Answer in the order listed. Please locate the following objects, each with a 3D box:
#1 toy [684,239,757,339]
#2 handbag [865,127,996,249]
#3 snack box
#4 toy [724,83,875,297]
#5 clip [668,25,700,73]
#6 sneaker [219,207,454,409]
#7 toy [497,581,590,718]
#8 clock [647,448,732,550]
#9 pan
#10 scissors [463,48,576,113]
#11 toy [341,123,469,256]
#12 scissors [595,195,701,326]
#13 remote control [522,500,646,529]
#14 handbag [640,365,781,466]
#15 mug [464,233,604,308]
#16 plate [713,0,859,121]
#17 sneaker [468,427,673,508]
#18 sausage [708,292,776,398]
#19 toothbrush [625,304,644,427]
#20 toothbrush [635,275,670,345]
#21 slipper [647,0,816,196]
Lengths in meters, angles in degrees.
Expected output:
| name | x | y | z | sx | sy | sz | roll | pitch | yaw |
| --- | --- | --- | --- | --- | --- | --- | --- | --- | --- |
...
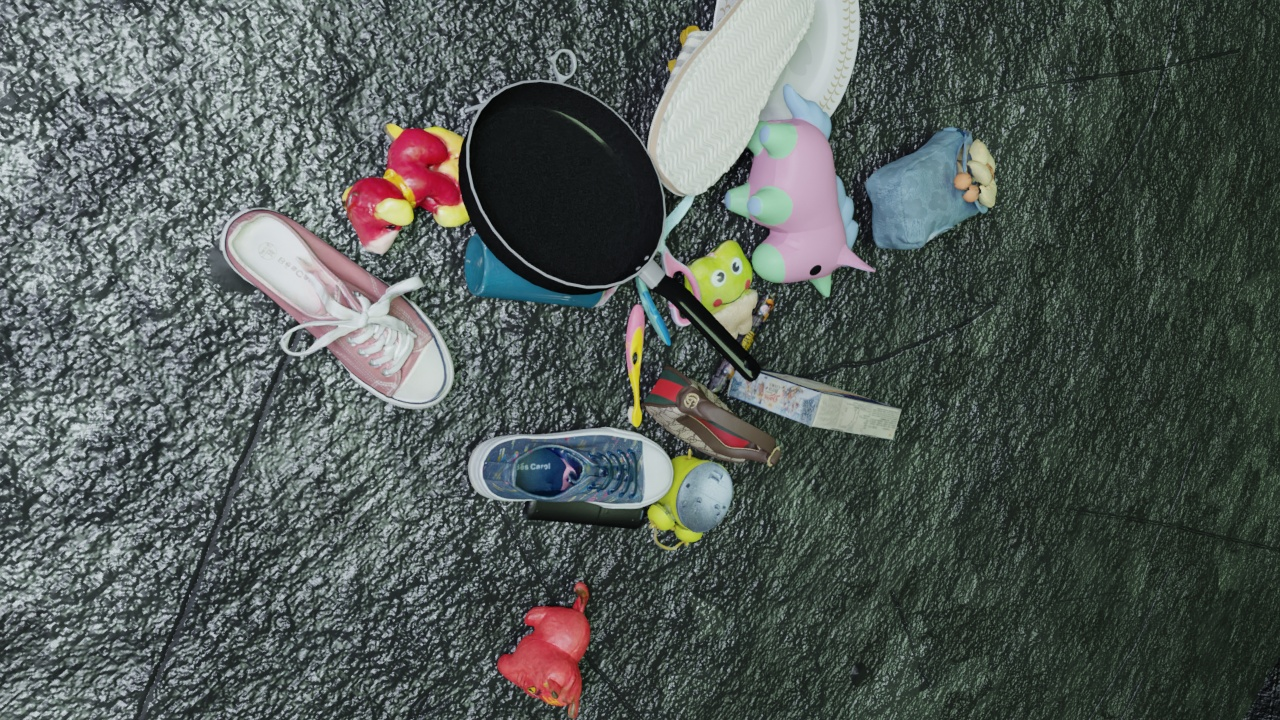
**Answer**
| name | x | y | z | sx | sy | sz | roll | pitch | yaw |
| --- | --- | --- | --- | --- | --- | --- | --- | --- | --- |
| toy | 0.095 | -0.073 | 1.038 | 0.092 | 0.043 | 0.118 | -35 | 120 | -25 |
| handbag | 0.378 | -0.217 | 1.158 | 0.191 | 0.119 | 0.122 | -30 | 116 | -33 |
| snack box | 0.203 | 0.048 | 1.077 | 0.144 | 0.145 | 0.042 | 11 | 96 | -37 |
| toy | 0.183 | -0.185 | 1.027 | 0.171 | 0.120 | 0.222 | 3 | 104 | -30 |
| clip | 0.057 | -0.324 | 0.964 | 0.054 | 0.045 | 0.048 | -9 | 130 | -32 |
| sneaker | -0.243 | -0.038 | 0.780 | 0.241 | 0.088 | 0.118 | 44 | 75 | -33 |
| toy | -0.076 | 0.305 | 0.972 | 0.088 | 0.094 | 0.132 | 36 | 77 | -35 |
| clock | 0.054 | 0.163 | 1.053 | 0.083 | 0.057 | 0.119 | 32 | 81 | -36 |
| pan | -0.019 | -0.103 | 0.856 | 0.355 | 0.044 | 0.203 | 45 | 54 | -13 |
| scissors | -0.090 | -0.232 | 0.891 | 0.174 | 0.014 | 0.141 | -3 | 99 | -33 |
| toy | -0.198 | -0.157 | 0.805 | 0.137 | 0.067 | 0.105 | -37 | 112 | -33 |
| scissors | 0.003 | -0.109 | 0.963 | 0.168 | 0.014 | 0.170 | -18 | 106 | -18 |
| remote control | -0.057 | 0.160 | 0.998 | 0.151 | 0.020 | 0.041 | 12 | 94 | -33 |
| handbag | 0.084 | 0.072 | 1.001 | 0.166 | 0.138 | 0.063 | 41 | 78 | -44 |
| mug | -0.102 | -0.090 | 0.880 | 0.121 | 0.078 | 0.078 | -1 | 101 | -30 |
| plate | 0.163 | -0.362 | 1.023 | 0.241 | 0.016 | 0.243 | -16 | 116 | -37 |
| sneaker | -0.054 | 0.110 | 0.942 | 0.235 | 0.079 | 0.087 | 6 | 82 | -34 |
| sausage | 0.119 | -0.017 | 1.081 | 0.020 | 0.020 | 0.155 | 38 | 78 | -35 |
| toothbrush | -0.006 | 0.006 | 1.004 | 0.021 | 0.016 | 0.135 | -5 | 101 | -32 |
| toothbrush | 0.005 | -0.073 | 0.989 | 0.017 | 0.022 | 0.135 | -28 | 112 | -17 |
| slipper | 0.091 | -0.290 | 0.938 | 0.114 | 0.054 | 0.272 | 39 | 78 | -37 |
